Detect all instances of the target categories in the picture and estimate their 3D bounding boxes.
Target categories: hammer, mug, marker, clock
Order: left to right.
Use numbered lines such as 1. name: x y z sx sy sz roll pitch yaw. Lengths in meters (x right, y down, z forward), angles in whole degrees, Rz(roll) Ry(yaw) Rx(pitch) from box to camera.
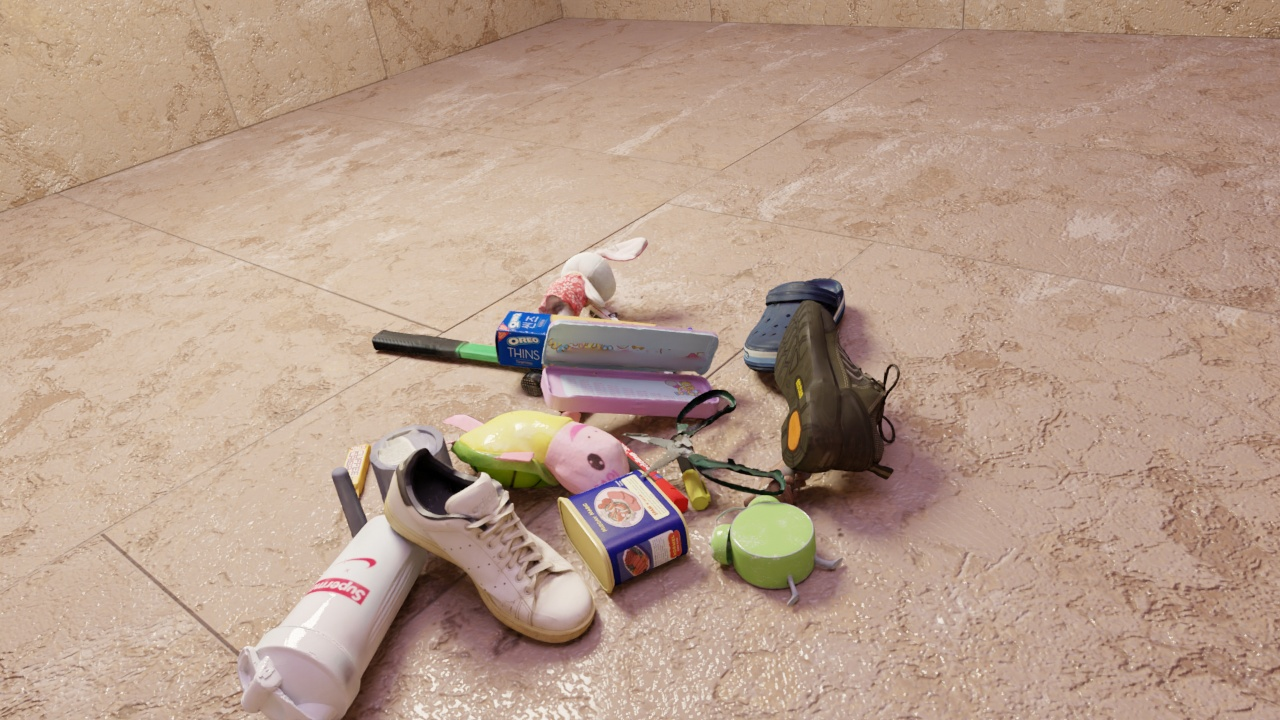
1. mug: -0.256 0.139 0.978 0.123 0.104 0.084 -17 33 -15
2. hammer: -0.248 -0.015 1.304 0.319 0.032 0.129 7 35 25
3. marker: 0.003 0.125 1.014 0.021 0.023 0.145 -54 41 0
4. marker: 0.054 0.120 1.014 0.021 0.017 0.123 -11 30 -5
5. clock: 0.123 0.174 0.884 0.094 0.043 0.119 -30 36 -33

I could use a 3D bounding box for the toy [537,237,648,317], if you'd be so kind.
1. toy: -0.079 -0.104 1.291 0.159 0.084 0.193 -17 32 38

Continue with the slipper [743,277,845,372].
1. slipper: 0.201 -0.063 1.196 0.105 0.095 0.252 3 25 25

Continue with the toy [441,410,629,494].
1. toy: -0.124 0.099 1.027 0.238 0.088 0.189 8 10 15

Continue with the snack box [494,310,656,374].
1. snack box: -0.083 -0.021 1.197 0.207 0.057 0.056 6 32 9

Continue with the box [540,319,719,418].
1. box: -0.007 0.004 1.090 0.214 0.093 0.089 4 27 -16

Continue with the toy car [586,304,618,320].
1. toy car: -0.056 -0.055 1.318 0.039 0.039 0.113 -41 38 -10

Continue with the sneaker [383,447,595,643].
1. sneaker: -0.137 0.161 0.860 0.241 0.103 0.088 31 40 16

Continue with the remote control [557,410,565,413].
1. remote control: -0.056 0.028 1.194 0.041 0.020 0.151 17 38 28

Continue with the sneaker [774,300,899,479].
1. sneaker: 0.229 0.030 0.994 0.143 0.101 0.237 14 45 -9

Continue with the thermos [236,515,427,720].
1. thermos: -0.274 0.236 0.839 0.099 0.099 0.219 0 28 14

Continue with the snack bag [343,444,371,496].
1. snack bag: -0.340 0.131 1.095 0.026 0.020 0.099 -8 31 -1

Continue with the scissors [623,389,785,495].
1. scissors: 0.084 0.087 0.993 0.202 0.015 0.201 14 32 29

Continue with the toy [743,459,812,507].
1. toy: 0.153 0.123 0.965 0.101 0.041 0.055 -42 21 -31

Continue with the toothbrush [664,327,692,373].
1. toothbrush: 0.041 0.008 1.205 0.015 0.016 0.186 4 33 20

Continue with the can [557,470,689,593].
1. can: -0.017 0.166 0.919 0.092 0.057 0.116 -20 33 -20
